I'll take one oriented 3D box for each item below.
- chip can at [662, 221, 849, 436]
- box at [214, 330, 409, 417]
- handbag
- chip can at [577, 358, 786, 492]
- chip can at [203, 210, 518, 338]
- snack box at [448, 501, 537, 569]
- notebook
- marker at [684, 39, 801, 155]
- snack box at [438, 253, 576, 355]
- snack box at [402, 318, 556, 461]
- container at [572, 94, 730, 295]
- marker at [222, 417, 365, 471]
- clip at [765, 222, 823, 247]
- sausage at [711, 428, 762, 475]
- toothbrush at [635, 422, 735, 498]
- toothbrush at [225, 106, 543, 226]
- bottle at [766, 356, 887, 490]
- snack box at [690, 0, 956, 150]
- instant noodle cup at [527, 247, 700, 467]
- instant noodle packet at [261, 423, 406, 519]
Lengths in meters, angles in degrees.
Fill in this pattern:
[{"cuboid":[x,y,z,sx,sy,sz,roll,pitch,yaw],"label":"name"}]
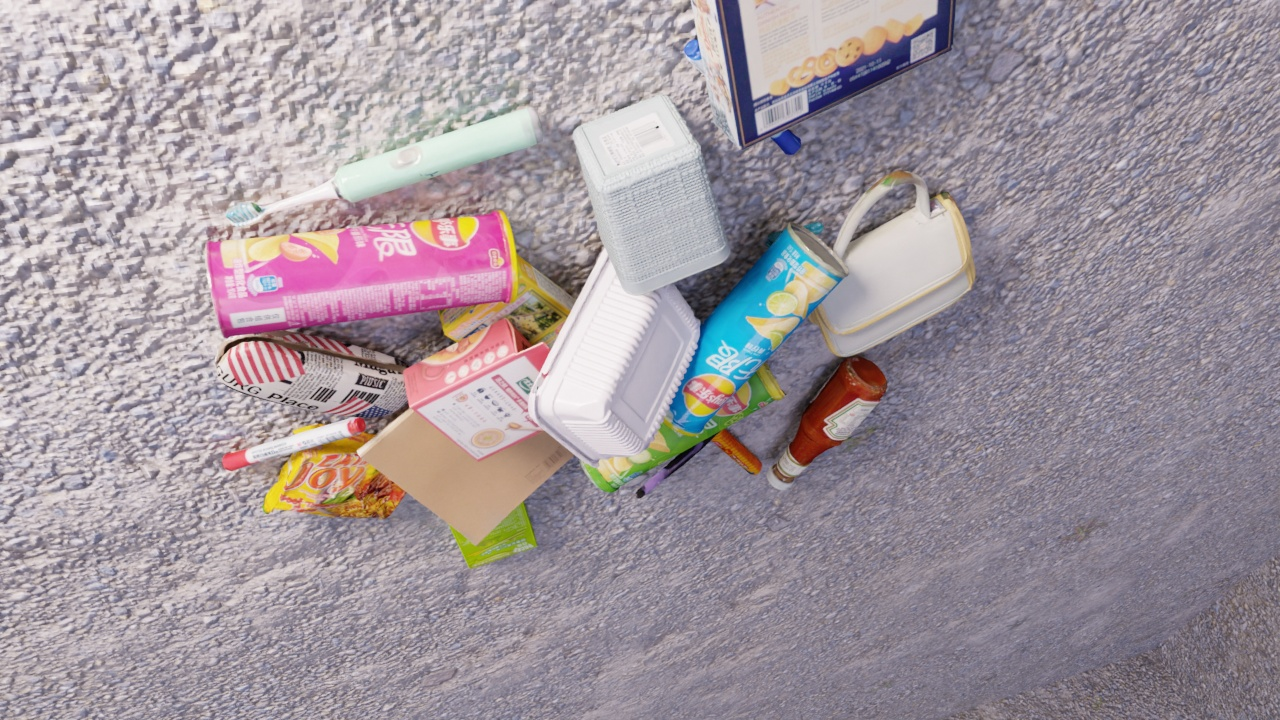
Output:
[{"cuboid":[0.092,-0.026,0.838,0.071,0.071,0.211,18,123,-41],"label":"chip can"},{"cuboid":[-0.266,0.008,0.760,0.072,0.059,0.164,-21,151,39],"label":"box"},{"cuboid":[0.232,-0.095,0.874,0.163,0.063,0.179,-28,140,5],"label":"handbag"},{"cuboid":[0.038,0.059,0.950,0.221,0.072,0.072,-30,143,10],"label":"chip can"},{"cuboid":[-0.200,-0.065,0.673,0.210,0.071,0.072,-9,141,-17],"label":"chip can"},{"cuboid":[-0.169,0.177,1.028,0.085,0.026,0.157,-17,143,-8],"label":"snack box"},{"cuboid":[-0.157,0.090,0.898,0.149,0.012,0.211,-41,142,-6],"label":"notebook"},{"cuboid":[0.080,-0.198,0.698,0.017,0.017,0.145,-39,141,21],"label":"marker"},{"cuboid":[-0.097,-0.029,0.804,0.087,0.033,0.140,-35,143,16],"label":"snack box"},{"cuboid":[-0.118,0.023,0.794,0.127,0.044,0.113,-25,143,8],"label":"snack box"},{"cuboid":[0.006,-0.126,0.691,0.090,0.090,0.111,-22,141,-1],"label":"container"},{"cuboid":[-0.304,0.073,0.804,0.145,0.017,0.017,-16,146,17],"label":"marker"},{"cuboid":[0.140,-0.111,0.840,0.056,0.015,0.049,-7,138,-16],"label":"clip"},{"cuboid":[0.110,0.104,1.085,0.021,0.021,0.165,-32,142,13],"label":"sausage"},{"cuboid":[0.054,0.097,0.984,0.188,0.014,0.017,-35,-175,-39],"label":"toothbrush"},{"cuboid":[-0.176,-0.132,0.639,0.224,0.026,0.027,-19,165,-4],"label":"toothbrush"},{"cuboid":[0.211,0.081,1.078,0.059,0.059,0.207,2,137,-30],"label":"bottle"},{"cuboid":[0.125,-0.254,0.613,0.178,0.045,0.183,-25,142,-5],"label":"snack box"},{"cuboid":[-0.010,0.001,0.781,0.173,0.060,0.138,-65,147,-16],"label":"instant noodle cup"},{"cuboid":[-0.281,0.111,0.873,0.128,0.044,0.111,13,127,-37],"label":"instant noodle packet"}]
